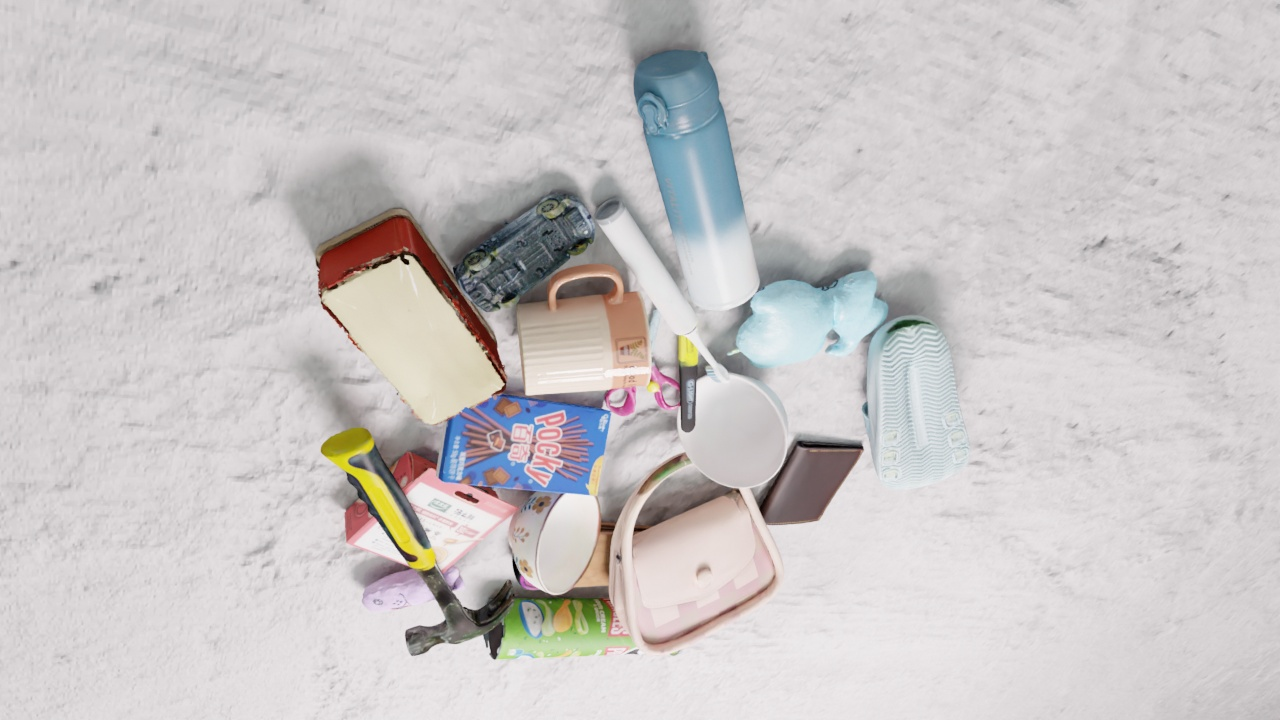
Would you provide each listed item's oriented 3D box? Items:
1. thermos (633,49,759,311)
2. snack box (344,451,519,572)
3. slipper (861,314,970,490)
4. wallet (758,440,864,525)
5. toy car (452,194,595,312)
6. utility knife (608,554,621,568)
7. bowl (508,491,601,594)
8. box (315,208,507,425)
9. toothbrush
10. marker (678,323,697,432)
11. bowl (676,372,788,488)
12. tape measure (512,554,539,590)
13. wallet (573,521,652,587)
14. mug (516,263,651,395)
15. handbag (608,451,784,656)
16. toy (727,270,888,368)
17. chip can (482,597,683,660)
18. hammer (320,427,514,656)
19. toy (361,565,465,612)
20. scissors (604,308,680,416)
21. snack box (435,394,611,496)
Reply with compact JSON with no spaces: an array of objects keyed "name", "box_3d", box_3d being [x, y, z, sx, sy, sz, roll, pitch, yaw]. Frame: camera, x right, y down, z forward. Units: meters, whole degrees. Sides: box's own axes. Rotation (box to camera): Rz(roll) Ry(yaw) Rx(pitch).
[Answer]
[{"name":"thermos","box_3d":[0.045,-0.137,0.723,0.070,0.070,0.221,-21,134,-1]},{"name":"snack box","box_3d":[-0.205,0.147,0.902,0.127,0.044,0.113,-41,130,19]},{"name":"slipper","box_3d":[0.280,0.046,0.965,0.104,0.074,0.246,-21,128,0]},{"name":"wallet","box_3d":[0.195,0.142,1.059,0.096,0.020,0.123,3,128,-28]},{"name":"toy car","box_3d":[-0.093,-0.089,0.739,0.120,0.036,0.054,-35,133,-1]},{"name":"utility knife","box_3d":[0.020,0.251,1.085,0.031,0.019,0.173,-41,143,21]},{"name":"bowl","box_3d":[-0.095,0.177,0.943,0.062,0.113,0.113,9,143,30]},{"name":"box","box_3d":[-0.181,-0.025,0.734,0.091,0.079,0.168,-26,133,3]},{"name":"toothbrush","box_3d":[0.027,-0.051,0.803,0.026,0.026,0.221,0,140,39]},{"name":"marker","box_3d":[0.046,0.015,0.872,0.018,0.015,0.124,-12,119,-21]},{"name":"bowl","box_3d":[0.103,0.060,0.910,0.064,0.118,0.119,-28,152,-53]},{"name":"tape measure","box_3d":[-0.112,0.221,1.006,0.058,0.039,0.057,-19,134,-9]},{"name":"wallet","box_3d":[-0.030,0.224,1.053,0.115,0.020,0.101,7,129,-28]},{"name":"mug","box_3d":[-0.049,-0.027,0.776,0.106,0.081,0.115,-6,125,-9]},{"name":"handbag","box_3d":[0.052,0.192,0.998,0.193,0.093,0.234,-22,125,-18]},{"name":"toy","box_3d":[0.157,-0.035,0.865,0.156,0.049,0.161,-36,140,3]},{"name":"chip can","box_3d":[-0.063,0.315,1.085,0.235,0.072,0.072,6,128,-24]},{"name":"hammer","box_3d":[-0.212,0.178,0.875,0.126,0.031,0.324,-17,133,-3]},{"name":"toy","box_3d":[-0.243,0.243,0.980,0.108,0.039,0.084,-15,154,-8]},{"name":"scissors","box_3d":[-0.006,0.004,0.867,0.096,0.017,0.137,-16,129,7]},{"name":"snack box","box_3d":[-0.107,0.078,0.859,0.157,0.026,0.084,9,91,-27]}]
